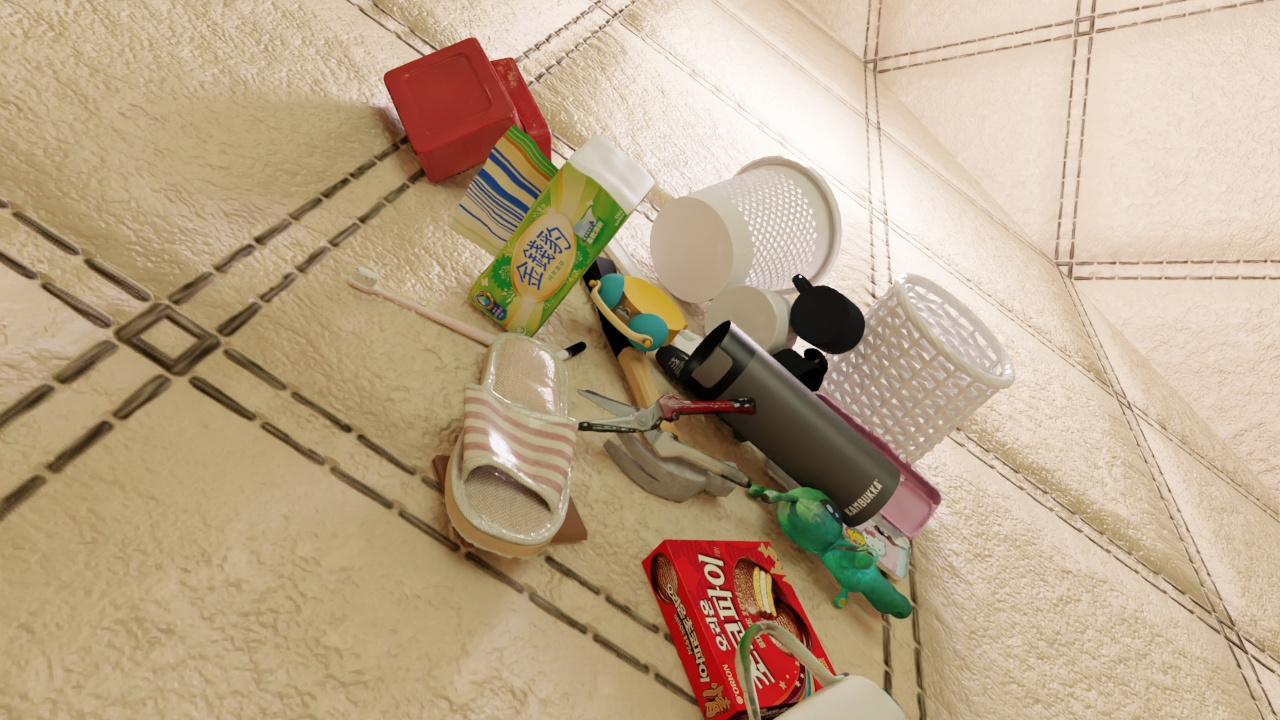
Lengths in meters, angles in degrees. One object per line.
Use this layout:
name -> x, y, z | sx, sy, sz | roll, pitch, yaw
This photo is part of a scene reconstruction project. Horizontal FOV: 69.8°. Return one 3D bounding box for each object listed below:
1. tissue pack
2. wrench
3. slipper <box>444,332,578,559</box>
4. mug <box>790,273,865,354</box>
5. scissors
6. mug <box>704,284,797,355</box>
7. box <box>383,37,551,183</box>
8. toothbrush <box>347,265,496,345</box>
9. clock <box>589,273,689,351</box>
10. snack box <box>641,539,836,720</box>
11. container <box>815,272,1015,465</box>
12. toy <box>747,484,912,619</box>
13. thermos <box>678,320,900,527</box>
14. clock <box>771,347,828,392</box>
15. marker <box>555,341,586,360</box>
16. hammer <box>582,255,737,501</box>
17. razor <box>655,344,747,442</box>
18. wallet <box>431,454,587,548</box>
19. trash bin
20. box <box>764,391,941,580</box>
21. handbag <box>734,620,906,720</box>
tissue pack -> -0.103, -0.138, 0.896 | 0.141, 0.198, 0.120 | 39, 25, -6
wrench -> 0.008, -0.082, 1.120 | 0.066, 0.018, 0.273 | -3, 50, -48
slipper -> -0.102, 0.052, 0.770 | 0.115, 0.052, 0.262 | 27, 30, -18
mug -> 0.218, -0.062, 1.113 | 0.105, 0.071, 0.077 | 60, 19, 22
scissors -> 0.038, 0.064, 0.864 | 0.184, 0.015, 0.179 | -39, 98, -29
mug -> 0.136, -0.028, 1.113 | 0.090, 0.091, 0.121 | 1, 88, -64
box -> -0.201, -0.271, 1.077 | 0.170, 0.157, 0.156 | -13, 54, -20
toothbrush -> -0.186, -0.042, 0.861 | 0.181, 0.018, 0.015 | 26, 34, -23
clock -> 0.000, -0.052, 0.980 | 0.099, 0.044, 0.129 | 48, 26, 17
snack box -> 0.087, 0.228, 0.785 | 0.132, 0.036, 0.152 | 10, 42, -39
container -> 0.340, 0.018, 1.176 | 0.189, 0.187, 0.189 | 27, 33, -20
toy -> 0.190, 0.189, 0.919 | 0.193, 0.072, 0.131 | 45, -7, 3
thermos -> 0.154, 0.066, 0.958 | 0.240, 0.082, 0.082 | 41, 31, -5
clock -> 0.178, 0.028, 1.090 | 0.120, 0.091, 0.042 | -10, 46, -44
marker -> -0.095, 0.003, 0.905 | 0.011, 0.011, 0.151 | 46, 32, 10
hammer -> -0.006, 0.006, 0.973 | 0.131, 0.039, 0.327 | 13, 39, -35
razor -> 0.076, 0.032, 1.023 | 0.143, 0.047, 0.052 | 39, 7, 4
wallet -> -0.105, 0.113, 0.750 | 0.120, 0.013, 0.087 | 6, 44, -43
trash bin -> 0.127, -0.160, 1.202 | 0.199, 0.196, 0.195 | -21, 65, -45
box -> 0.239, 0.144, 1.052 | 0.201, 0.067, 0.153 | 40, 58, 0
handbag -> 0.127, 0.277, 0.682 | 0.151, 0.074, 0.176 | -8, 68, -44
